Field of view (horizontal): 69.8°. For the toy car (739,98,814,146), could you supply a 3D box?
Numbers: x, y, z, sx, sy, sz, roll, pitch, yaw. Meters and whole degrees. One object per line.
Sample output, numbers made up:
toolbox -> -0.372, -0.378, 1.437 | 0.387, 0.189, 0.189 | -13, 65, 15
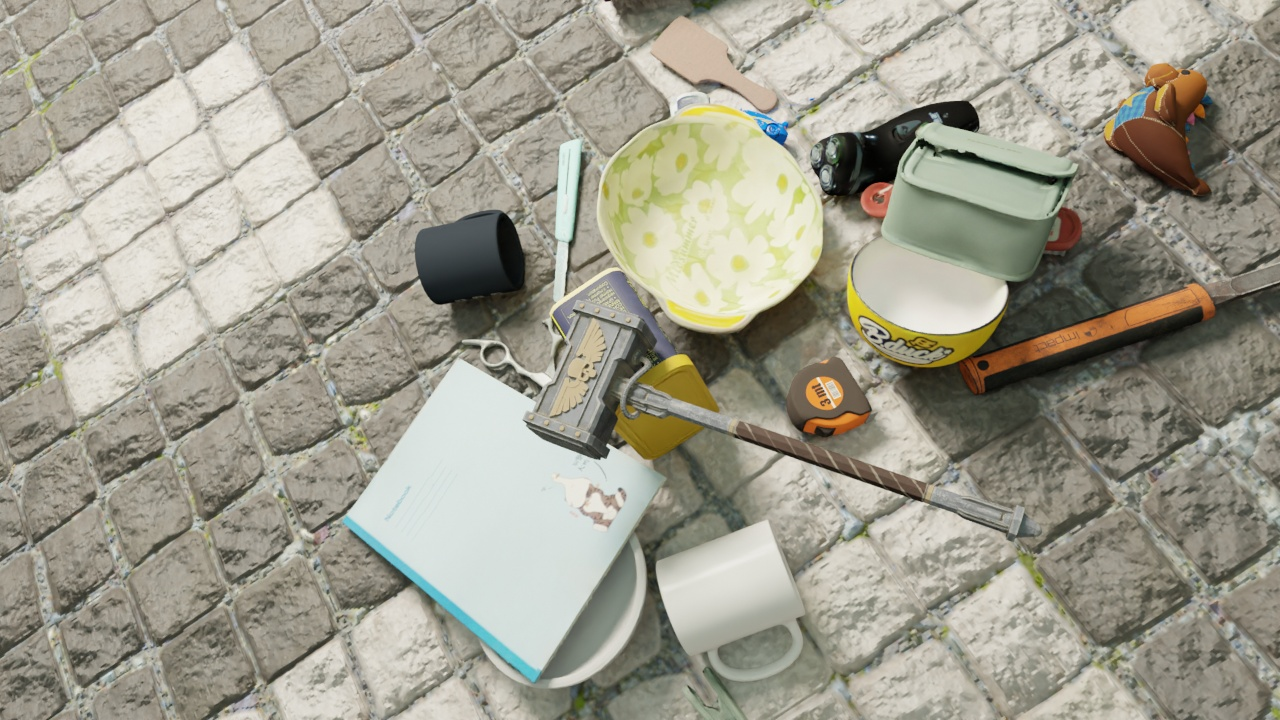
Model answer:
toy car -> 0.108, -0.224, 0.828 | 0.092, 0.033, 0.061 | 16, 69, -4

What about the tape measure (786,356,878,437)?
tape measure -> 0.147, 0.034, 0.734 | 0.058, 0.038, 0.058 | -24, 67, -10

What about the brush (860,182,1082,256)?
brush -> 0.268, -0.116, 0.755 | 0.172, 0.030, 0.041 | 13, 76, 17

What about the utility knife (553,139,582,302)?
utility knife -> -0.070, -0.130, 0.857 | 0.022, 0.015, 0.165 | 0, 75, 13

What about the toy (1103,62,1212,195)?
toy -> 0.433, -0.186, 0.736 | 0.090, 0.071, 0.103 | -43, 90, -17

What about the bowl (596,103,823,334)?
bowl -> 0.055, -0.111, 0.773 | 0.188, 0.060, 0.219 | 8, 65, -5

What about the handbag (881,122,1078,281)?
handbag -> 0.257, -0.129, 0.699 | 0.122, 0.067, 0.105 | 23, 52, 20

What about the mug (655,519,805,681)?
mug -> 0.074, 0.187, 0.687 | 0.090, 0.073, 0.110 | -22, 94, 6

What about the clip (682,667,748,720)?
clip -> 0.064, 0.267, 0.683 | 0.042, 0.023, 0.076 | -40, 69, -3

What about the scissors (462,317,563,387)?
scissors -> -0.093, 0.020, 0.811 | 0.158, 0.014, 0.141 | 1, 69, 15

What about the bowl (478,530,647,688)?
bowl -> -0.058, 0.183, 0.725 | 0.150, 0.043, 0.149 | -11, 61, 20

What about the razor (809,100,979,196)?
razor -> 0.214, -0.185, 0.774 | 0.140, 0.064, 0.053 | -22, 69, 7

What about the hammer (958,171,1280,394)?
hammer -> 0.397, -0.049, 0.698 | 0.315, 0.035, 0.137 | -19, 68, 8

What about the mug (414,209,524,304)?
mug -> -0.153, -0.103, 0.844 | 0.077, 0.071, 0.104 | -9, 43, 11

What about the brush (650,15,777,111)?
brush -> 0.074, -0.274, 0.870 | 0.136, 0.015, 0.050 | 39, 86, 17

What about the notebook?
notebook -> -0.122, 0.117, 0.755 | 0.254, 0.009, 0.181 | 26, 78, 34

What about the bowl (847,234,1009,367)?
bowl -> 0.217, -0.040, 0.713 | 0.117, 0.068, 0.117 | -1, 49, 1

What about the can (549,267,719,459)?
can -> -0.004, 0.004, 0.729 | 0.075, 0.135, 0.104 | -34, 64, 1

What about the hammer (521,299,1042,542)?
hammer -> 0.085, 0.051, 0.583 | 0.322, 0.044, 0.098 | 18, 76, 22

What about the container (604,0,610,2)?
container -> 0.038, -0.424, 0.872 | 0.167, 0.132, 0.132 | -7, 70, 6

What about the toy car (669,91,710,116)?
toy car -> 0.048, -0.209, 0.845 | 0.039, 0.027, 0.089 | -7, 70, 10
